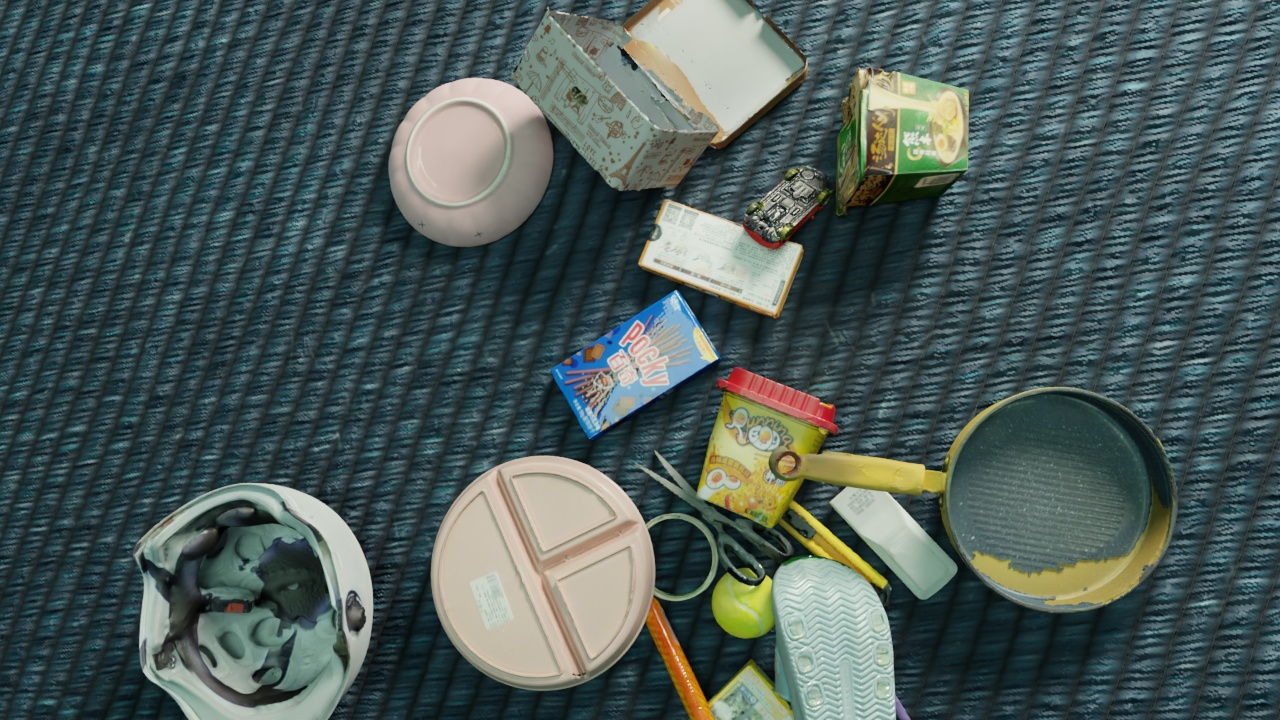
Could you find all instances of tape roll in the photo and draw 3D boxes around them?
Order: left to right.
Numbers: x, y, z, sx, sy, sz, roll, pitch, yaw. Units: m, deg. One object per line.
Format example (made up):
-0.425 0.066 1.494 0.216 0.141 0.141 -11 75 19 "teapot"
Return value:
0.035 0.195 0.912 0.086 0.014 0.085 -2 83 13 "tape roll"

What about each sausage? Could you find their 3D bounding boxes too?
0.037 0.296 0.876 0.021 0.021 0.165 -32 60 7 "sausage"

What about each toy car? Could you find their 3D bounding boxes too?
0.148 -0.153 0.912 0.049 0.031 0.106 39 68 18 "toy car"

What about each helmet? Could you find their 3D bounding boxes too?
-0.368 0.248 0.929 0.229 0.145 0.258 -19 88 11 "helmet"

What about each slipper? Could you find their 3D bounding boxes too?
0.174 0.299 0.830 0.104 0.074 0.245 -5 81 -13 "slipper"

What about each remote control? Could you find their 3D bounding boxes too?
0.239 0.165 0.866 0.049 0.024 0.125 -44 76 4 "remote control"

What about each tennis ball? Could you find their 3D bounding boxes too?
0.100 0.229 0.867 0.065 0.065 0.065 -2 83 12 "tennis ball"

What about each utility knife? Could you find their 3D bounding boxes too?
0.153 0.161 0.890 0.223 0.015 0.033 40 90 15 "utility knife"

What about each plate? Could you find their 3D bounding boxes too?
-0.192 -0.222 1.000 0.192 0.039 0.192 -2 83 12 "plate"
-0.100 0.208 0.904 0.230 0.028 0.229 -1 82 8 "plate"

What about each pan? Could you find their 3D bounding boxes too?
0.287 0.111 0.803 0.357 0.078 0.197 8 89 3 "pan"

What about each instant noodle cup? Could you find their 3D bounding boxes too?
0.113 0.083 0.857 0.116 0.116 0.123 22 90 14 "instant noodle cup"

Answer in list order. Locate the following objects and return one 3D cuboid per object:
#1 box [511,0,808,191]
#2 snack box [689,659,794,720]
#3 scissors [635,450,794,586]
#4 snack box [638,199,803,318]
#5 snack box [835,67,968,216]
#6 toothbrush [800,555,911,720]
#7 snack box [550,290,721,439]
0.021 -0.286 0.936 0.268 0.136 0.179 -33 75 -25 "box"
0.086 0.366 0.871 0.087 0.033 0.140 45 95 14 "snack box"
0.069 0.151 0.883 0.164 0.164 0.014 16 123 -13 "scissors"
0.081 -0.104 0.932 0.154 0.026 0.075 21 88 14 "snack box"
0.248 -0.204 0.870 0.105 0.118 0.117 3 83 3 "snack box"
0.205 0.266 0.869 0.014 0.016 0.189 -35 80 18 "toothbrush"
-0.006 0.005 0.938 0.157 0.026 0.084 -32 77 7 "snack box"
